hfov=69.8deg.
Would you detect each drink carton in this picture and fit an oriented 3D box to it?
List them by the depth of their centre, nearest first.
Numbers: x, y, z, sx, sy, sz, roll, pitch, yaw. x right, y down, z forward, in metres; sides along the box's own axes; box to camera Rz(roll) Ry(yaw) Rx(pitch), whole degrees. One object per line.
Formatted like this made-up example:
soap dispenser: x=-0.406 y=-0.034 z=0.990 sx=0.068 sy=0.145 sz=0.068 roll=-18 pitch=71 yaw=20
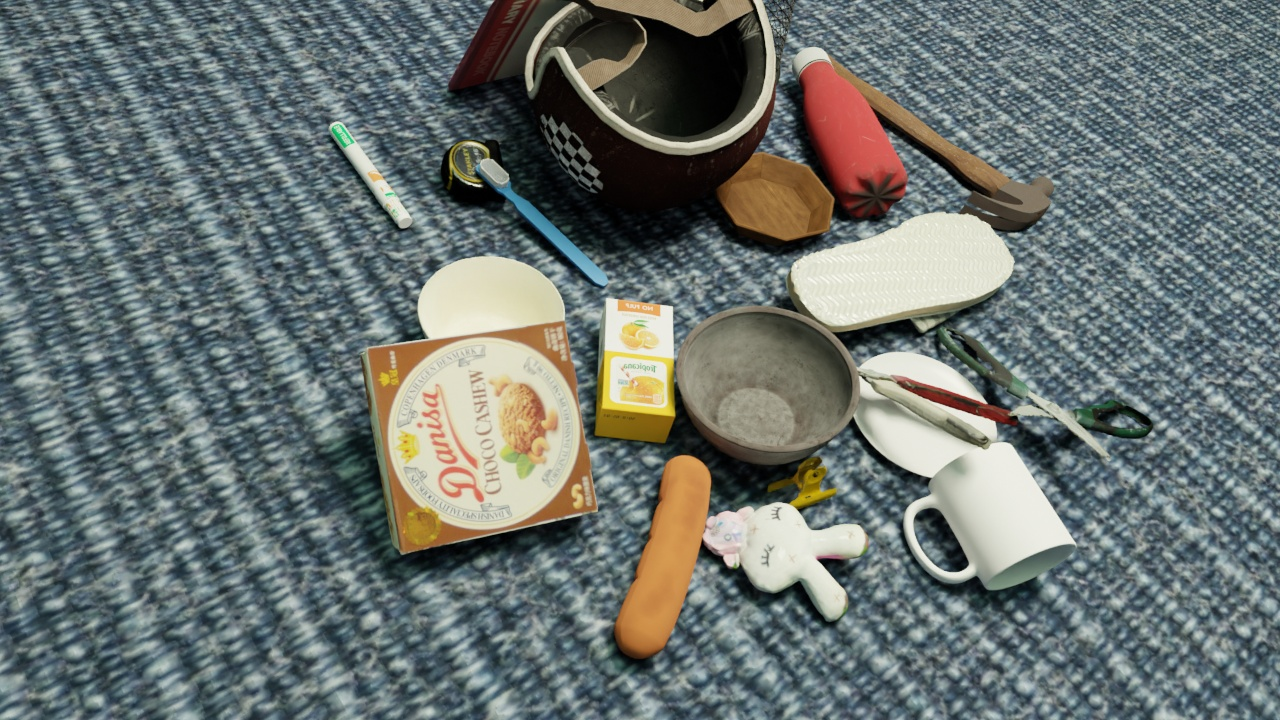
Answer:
drink carton: x=-0.005 y=0.004 z=0.767 sx=0.058 sy=0.040 sz=0.122 roll=7 pitch=51 yaw=-8

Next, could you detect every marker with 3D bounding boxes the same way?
marker: x=-0.256 y=-0.176 z=0.866 sx=0.017 sy=0.017 sz=0.145 roll=-25 pitch=61 yaw=-29

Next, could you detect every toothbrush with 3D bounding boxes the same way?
toothbrush: x=-0.090 y=-0.128 z=0.849 sx=0.166 sy=0.014 sz=0.016 roll=44 pitch=59 yaw=7

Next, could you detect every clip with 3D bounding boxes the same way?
clip: x=0.130 y=0.095 z=0.729 sx=0.054 sy=0.048 sz=0.046 roll=-14 pitch=16 yaw=-22

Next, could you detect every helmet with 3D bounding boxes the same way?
helmet: x=0.002 y=-0.255 z=0.837 sx=0.233 sy=0.254 sz=0.234 roll=-31 pitch=90 yaw=-15

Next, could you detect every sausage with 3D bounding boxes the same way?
sausage: x=0.020 y=0.138 z=0.666 sx=0.039 sy=0.045 sz=0.163 roll=43 pitch=46 yaw=-25

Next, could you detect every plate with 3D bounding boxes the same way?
plate: x=0.247 y=0.049 z=0.810 sx=0.134 sy=0.011 sz=0.134 roll=6 pitch=51 yaw=-8
plate: x=0.133 y=-0.161 z=0.940 sx=0.131 sy=0.025 sz=0.131 roll=6 pitch=51 yaw=-8

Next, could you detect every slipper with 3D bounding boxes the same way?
slipper: x=0.251 y=-0.081 z=0.887 sx=0.272 sy=0.054 sz=0.114 roll=-17 pitch=61 yaw=-30

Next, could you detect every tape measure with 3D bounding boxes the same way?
tape measure: x=-0.160 y=-0.180 z=0.880 sx=0.061 sy=0.034 sz=0.061 roll=-3 pitch=66 yaw=-24

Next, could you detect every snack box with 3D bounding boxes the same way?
snack box: x=-0.115 y=0.052 z=0.658 sx=0.146 sy=0.041 sz=0.143 roll=-9 pitch=90 yaw=-21

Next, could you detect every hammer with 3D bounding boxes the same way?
hammer: x=0.327 y=-0.260 z=1.063 sx=0.115 sy=0.033 sz=0.323 roll=-31 pitch=64 yaw=-33

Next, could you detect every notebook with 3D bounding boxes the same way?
notebook: x=-0.101 y=-0.335 z=0.920 sx=0.152 sy=0.209 sz=0.012 roll=-24 pitch=90 yaw=-27

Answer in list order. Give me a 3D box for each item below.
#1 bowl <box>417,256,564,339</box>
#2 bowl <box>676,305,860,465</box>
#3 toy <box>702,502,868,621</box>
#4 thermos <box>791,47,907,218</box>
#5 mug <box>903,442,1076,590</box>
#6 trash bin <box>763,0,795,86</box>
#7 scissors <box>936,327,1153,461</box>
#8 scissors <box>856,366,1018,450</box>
bowl: x=-0.122 y=-0.022 z=0.746 sx=0.115 sy=0.063 sz=0.115 roll=6 pitch=51 yaw=-8
bowl: x=0.099 y=0.030 z=0.748 sx=0.145 sy=0.067 sz=0.144 roll=2 pitch=51 yaw=-2
toy: x=0.107 y=0.142 z=0.687 sx=0.122 sy=0.038 sz=0.079 roll=16 pitch=58 yaw=4
thermos: x=0.219 y=-0.261 z=1.009 sx=0.073 sy=0.073 sz=0.239 roll=-2 pitch=52 yaw=-15
mug: x=0.265 y=0.129 z=0.720 sx=0.110 sy=0.074 sz=0.090 roll=-23 pitch=57 yaw=2
trash bin: x=0.099 y=-0.430 z=1.025 sx=0.184 sy=0.211 sz=0.183 roll=7 pitch=51 yaw=-8
scissors: x=0.375 y=0.030 z=0.833 sx=0.204 sy=0.015 sz=0.201 roll=7 pitch=31 yaw=-28
scissors: x=0.227 y=0.029 z=0.762 sx=0.198 sy=0.015 sz=0.179 roll=13 pitch=17 yaw=-9
